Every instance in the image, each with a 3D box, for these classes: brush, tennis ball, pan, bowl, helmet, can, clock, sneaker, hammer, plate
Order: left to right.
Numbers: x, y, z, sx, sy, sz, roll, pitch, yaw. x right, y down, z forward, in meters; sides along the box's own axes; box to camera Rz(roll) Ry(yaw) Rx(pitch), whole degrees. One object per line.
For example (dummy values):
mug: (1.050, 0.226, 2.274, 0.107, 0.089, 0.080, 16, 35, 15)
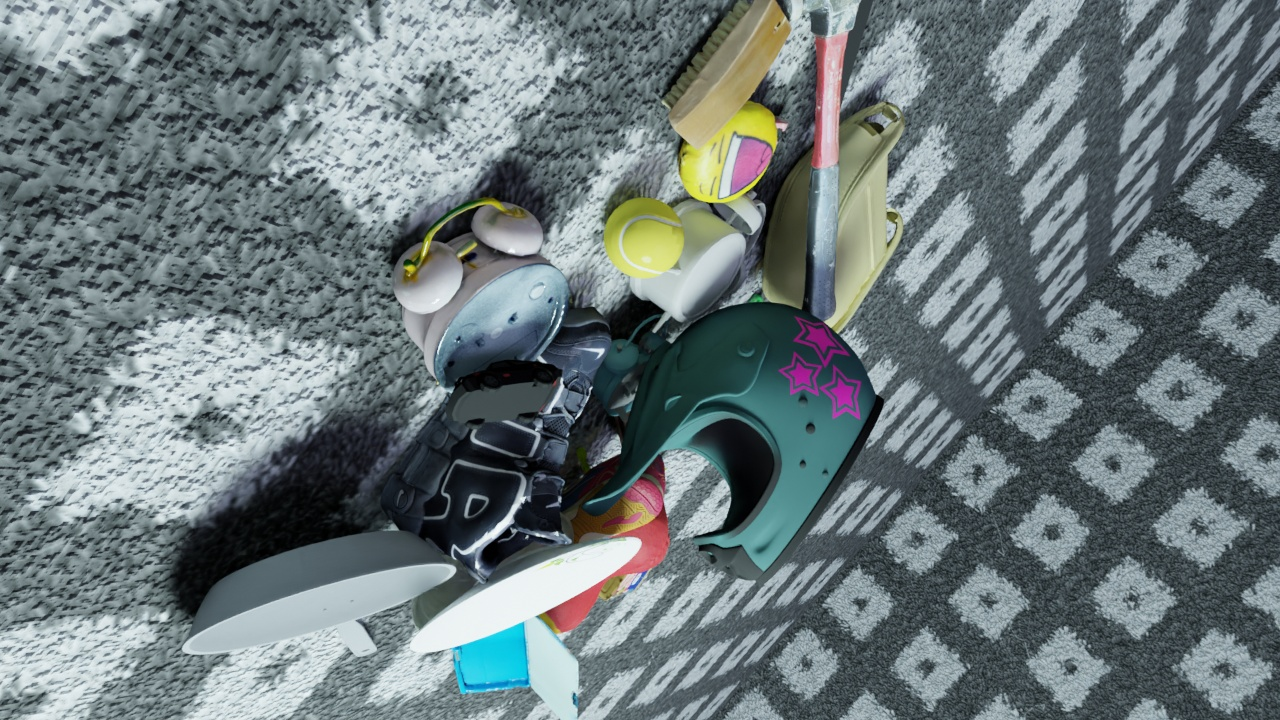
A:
pan: (-0.256, 0.211, 0.776, 0.200, 0.050, 0.357, -15, 162, -15)
clock: (-0.114, -0.047, 0.646, 0.116, 0.059, 0.158, -36, 152, -22)
bowl: (-0.155, 0.194, 0.905, 0.176, 0.058, 0.177, -25, 139, -24)
plate: (-0.109, 0.207, 0.857, 0.229, 0.030, 0.230, -24, 160, -10)
sneaker: (-0.090, 0.079, 0.753, 0.252, 0.151, 0.097, -50, 153, 3)
sneaker: (-0.065, 0.174, 0.993, 0.242, 0.116, 0.090, -36, -155, 25)
can: (-0.024, 0.275, 1.240, 0.059, 0.054, 0.100, 1, 126, -56)
clock: (-0.005, 0.005, 0.904, 0.087, 0.042, 0.123, -15, 141, -48)
tennis ball: (0.003, -0.099, 0.743, 0.065, 0.065, 0.065, -36, 152, -23)
clock: (0.057, -0.099, 0.843, 0.158, 0.061, 0.120, -36, 153, -33)
brush: (0.063, -0.220, 0.697, 0.117, 0.039, 0.049, -53, 154, 10)
helmet: (0.083, 0.065, 0.854, 0.274, 0.200, 0.177, -54, 177, -21)
hammer: (0.172, -0.180, 0.820, 0.140, 0.036, 0.327, -26, 131, -27)

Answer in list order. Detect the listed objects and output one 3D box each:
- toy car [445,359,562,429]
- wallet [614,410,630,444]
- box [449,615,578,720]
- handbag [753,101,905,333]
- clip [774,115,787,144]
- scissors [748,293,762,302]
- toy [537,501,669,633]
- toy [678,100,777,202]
toy car: (-0.100, 0.021, 0.656, 0.091, 0.036, 0.042, -5, 136, -41)
wallet: (0.022, 0.045, 1.013, 0.121, 0.027, 0.099, -41, 155, -18)
box: (-0.138, 0.337, 1.057, 0.244, 0.171, 0.070, 96, 15, -51)
handbag: (0.209, -0.145, 0.985, 0.190, 0.088, 0.233, -47, 151, -13)
clip: (0.113, -0.207, 0.812, 0.044, 0.023, 0.060, -54, 155, 4)
scissors: (0.096, -0.025, 1.050, 0.126, 0.011, 0.130, -57, 151, 15)
toy: (-0.052, 0.239, 1.104, 0.216, 0.099, 0.148, -36, 160, -12)
toy: (0.074, -0.173, 0.767, 0.094, 0.041, 0.096, -16, 142, -24)
